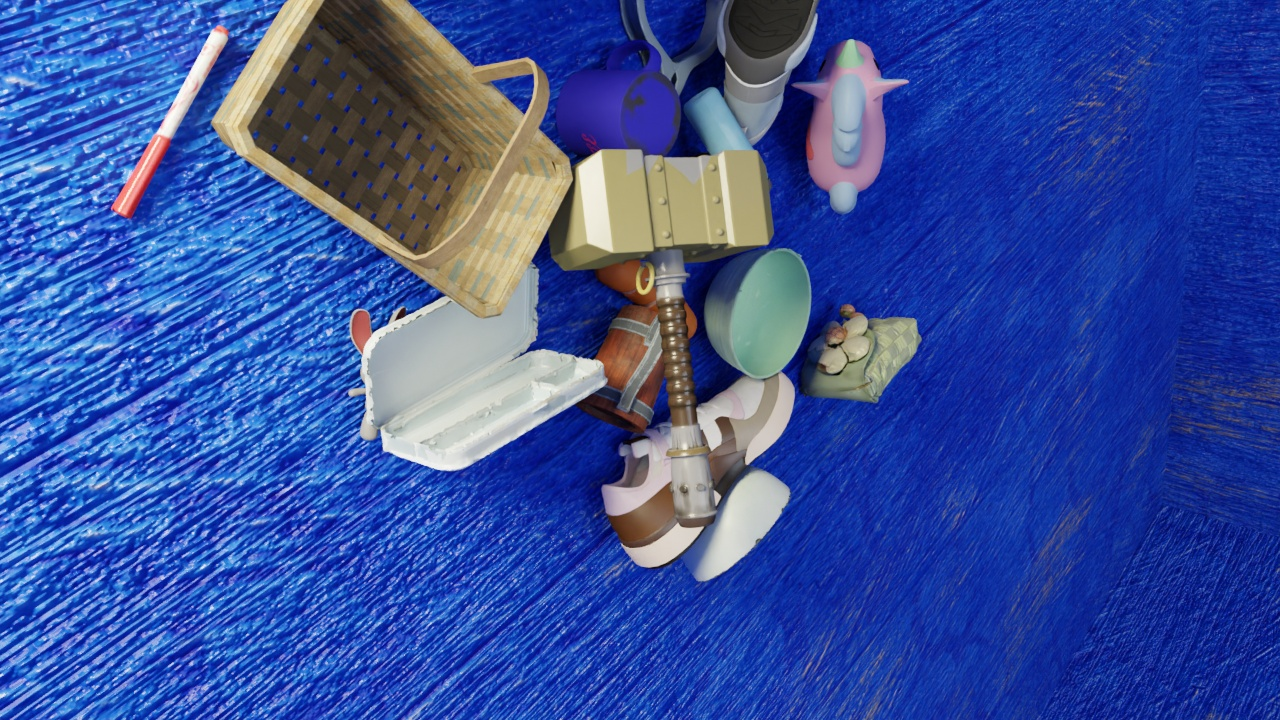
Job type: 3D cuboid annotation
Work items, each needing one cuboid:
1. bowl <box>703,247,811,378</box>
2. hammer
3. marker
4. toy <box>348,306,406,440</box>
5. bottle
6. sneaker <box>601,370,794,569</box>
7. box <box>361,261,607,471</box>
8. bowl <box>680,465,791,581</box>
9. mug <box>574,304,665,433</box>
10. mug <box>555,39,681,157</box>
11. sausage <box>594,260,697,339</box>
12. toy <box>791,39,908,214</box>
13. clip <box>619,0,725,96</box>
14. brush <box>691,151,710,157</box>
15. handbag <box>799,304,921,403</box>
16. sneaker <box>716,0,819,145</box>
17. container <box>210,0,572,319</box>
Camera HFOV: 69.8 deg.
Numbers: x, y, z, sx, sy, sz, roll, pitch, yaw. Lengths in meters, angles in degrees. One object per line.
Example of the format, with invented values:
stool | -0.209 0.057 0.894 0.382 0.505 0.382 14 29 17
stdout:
bowl | 0.125 -0.060 1.057 0.150 0.077 0.151 -19 116 -43
hammer | 0.032 -0.014 0.820 0.190 0.101 0.325 -7 90 -29
marker | -0.307 -0.158 0.602 0.012 0.013 0.142 33 78 -48
toy | -0.213 0.011 0.748 0.049 0.030 0.112 -6 107 -36
bottle | 0.093 -0.213 0.934 0.040 0.040 0.130 -46 112 -27
sneaker | 0.058 0.087 1.032 0.293 0.112 0.116 -46 112 -26
box | -0.120 0.011 0.765 0.210 0.106 0.130 -38 138 -46
bowl | 0.096 0.179 1.076 0.073 0.154 0.153 45 63 -4
mug | -0.005 0.005 0.915 0.081 0.117 0.111 26 77 -12
mug | -0.015 -0.239 0.838 0.079 0.084 0.111 21 87 -49
sausage | 0.009 -0.069 0.956 0.164 0.039 0.044 36 73 -47
toy | 0.238 -0.261 1.060 0.170 0.120 0.222 -67 156 -62
clip | 0.018 -0.330 0.888 0.164 0.031 0.168 37 74 -45
brush | 0.030 -0.164 0.931 0.194 0.059 0.043 -41 119 -37
handbag | 0.296 -0.019 1.245 0.185 0.113 0.117 -39 115 -36
sneaker | 0.141 -0.355 0.981 0.161 0.093 0.256 95 13 -59
container | -0.150 -0.144 0.645 0.250 0.187 0.157 38 75 -47
